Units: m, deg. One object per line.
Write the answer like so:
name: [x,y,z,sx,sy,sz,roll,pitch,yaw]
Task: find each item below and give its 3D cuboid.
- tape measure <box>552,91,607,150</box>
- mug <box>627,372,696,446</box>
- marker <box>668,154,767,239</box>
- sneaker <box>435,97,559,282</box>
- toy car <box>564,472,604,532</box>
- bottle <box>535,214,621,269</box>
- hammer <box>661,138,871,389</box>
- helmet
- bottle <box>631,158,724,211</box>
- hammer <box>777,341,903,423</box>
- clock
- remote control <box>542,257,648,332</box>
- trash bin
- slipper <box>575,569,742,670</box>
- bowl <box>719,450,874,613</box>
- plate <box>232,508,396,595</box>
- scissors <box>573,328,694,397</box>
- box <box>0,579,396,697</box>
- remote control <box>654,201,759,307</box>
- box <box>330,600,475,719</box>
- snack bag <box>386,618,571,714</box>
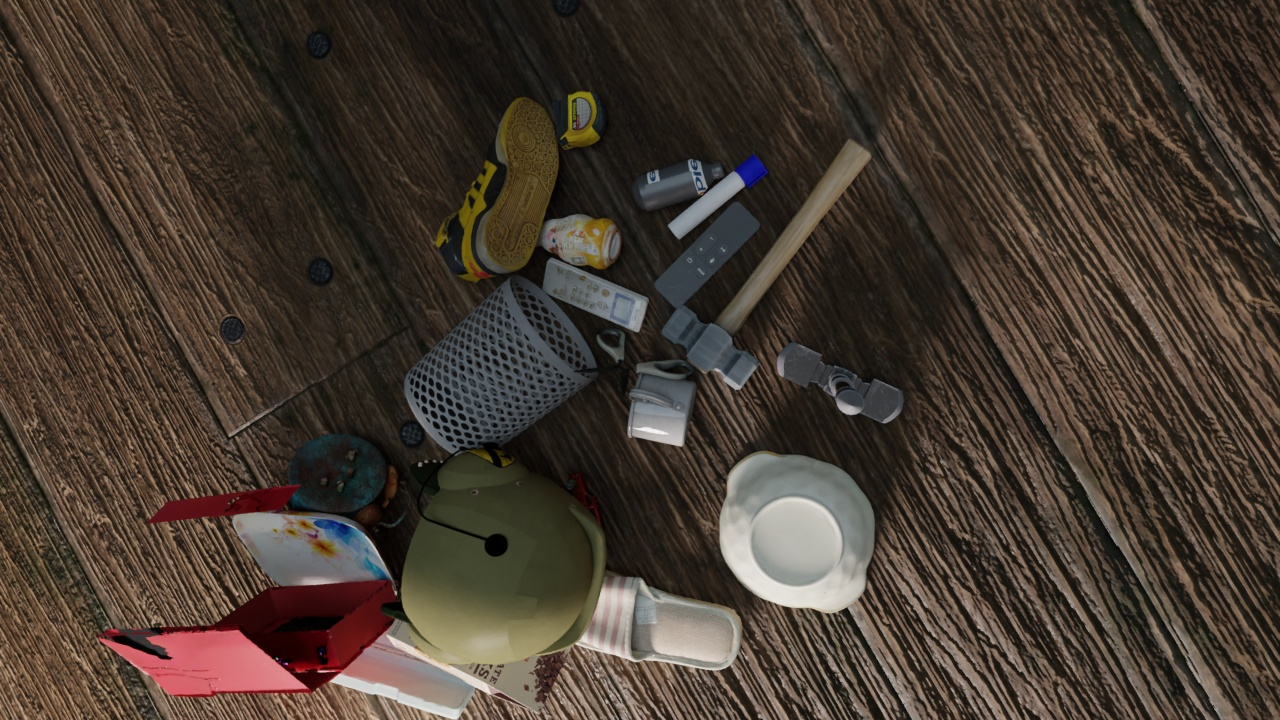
tape measure: [-0.072,-0.296,1.130,0.064,0.037,0.065,-14,77,16]
mug: [0.024,0.055,1.094,0.070,0.113,0.084,11,79,7]
marker: [0.093,-0.196,1.113,0.133,0.023,0.027,-39,107,10]
sneaker: [-0.177,-0.203,1.135,0.122,0.086,0.238,-18,54,47]
toy car: [-0.071,0.185,1.153,0.036,0.042,0.091,-20,90,4]
bottle: [-0.080,-0.149,1.127,0.109,0.063,0.063,13,95,18]
hammer: [0.163,-0.121,1.094,0.117,0.051,0.323,37,96,7]
helmet: [-0.156,0.230,1.051,0.233,0.255,0.250,15,97,15]
bottle: [0.046,-0.215,1.109,0.112,0.047,0.047,-15,90,11]
hammer: [0.211,0.032,0.950,0.156,0.322,0.043,25,97,8]
clock: [-0.369,0.160,1.164,0.157,0.121,0.073,22,133,-1]
remote control: [-0.057,-0.081,1.139,0.136,0.011,0.050,23,132,9]
trash bin: [-0.171,0.015,1.109,0.183,0.156,0.156,-38,86,12]
slipper: [-0.004,0.322,1.143,0.263,0.052,0.115,12,96,10]
bowl: [0.186,0.210,1.099,0.188,0.060,0.219,-37,85,10]
plate: [-0.407,0.245,1.163,0.187,0.016,0.187,3,135,11]
scissors: [-0.009,0.004,1.086,0.157,0.170,0.013,7,118,-16]
box: [-0.464,0.332,1.034,0.212,0.377,0.124,-8,81,22]
remote control: [0.081,-0.129,1.126,0.147,0.008,0.045,-45,85,10]
box: [-0.306,0.381,1.193,0.197,0.078,0.122,13,76,8]
snack bag: [-0.197,0.353,1.149,0.206,0.070,0.094,22,61,9]
